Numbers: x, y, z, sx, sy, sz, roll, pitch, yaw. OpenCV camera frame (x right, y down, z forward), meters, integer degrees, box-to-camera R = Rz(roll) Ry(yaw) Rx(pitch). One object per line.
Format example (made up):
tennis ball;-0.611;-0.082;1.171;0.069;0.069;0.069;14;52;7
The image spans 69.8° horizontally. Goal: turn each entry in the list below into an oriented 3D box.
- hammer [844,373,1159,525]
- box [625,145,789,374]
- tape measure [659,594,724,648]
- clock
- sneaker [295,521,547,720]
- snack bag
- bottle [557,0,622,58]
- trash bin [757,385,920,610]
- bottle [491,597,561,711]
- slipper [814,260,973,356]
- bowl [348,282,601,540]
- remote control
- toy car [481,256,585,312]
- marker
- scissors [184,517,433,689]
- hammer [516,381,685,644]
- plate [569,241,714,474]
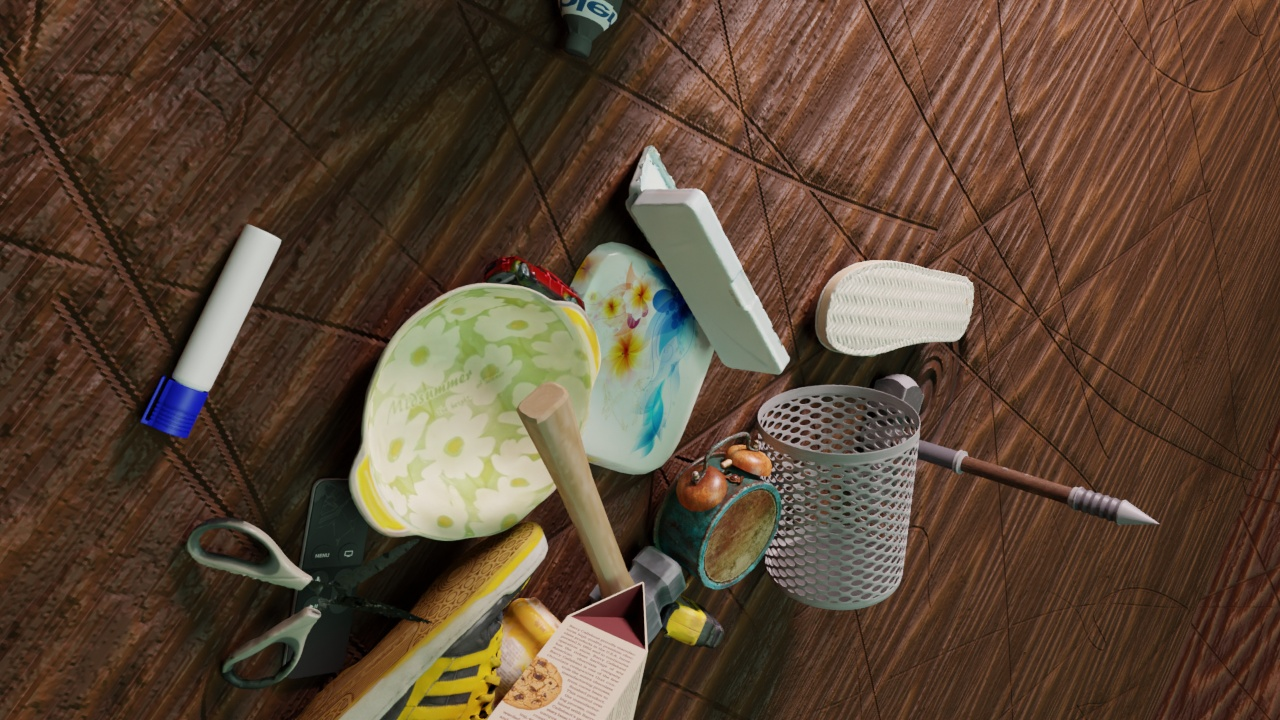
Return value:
hammer;0.375;0.119;0.974;0.043;0.323;0.156;17;90;-44
box;0.060;-0.081;0.780;0.197;0.078;0.122;56;23;-38
tape measure;0.039;0.250;0.883;0.064;0.066;0.037;27;87;-21
clock;0.072;0.135;0.872;0.121;0.073;0.158;-22;127;-36
sneaker;-0.134;0.237;0.674;0.238;0.086;0.122;-42;109;-11
snack bag;-0.046;0.263;0.698;0.205;0.070;0.094;-42;147;-57
bottle;-0.033;-0.279;0.675;0.047;0.047;0.112;15;92;-44
trash bin;0.200;0.140;0.940;0.156;0.157;0.183;-21;118;-37
bottle;-0.110;0.247;0.747;0.109;0.063;0.063;-45;128;-14
slipper;0.282;-0.057;1.027;0.262;0.052;0.115;-4;107;-38
bowl;-0.127;0.033;0.671;0.218;0.060;0.188;-40;126;-28
remote control;-0.222;0.155;0.654;0.045;0.008;0.147;6;98;-43
toy car;-0.081;-0.051;0.701;0.091;0.042;0.036;29;44;-48
marker;-0.260;-0.019;0.558;0.027;0.023;0.133;26;84;-22
scissors;-0.225;0.160;0.607;0.170;0.012;0.158;31;104;-16
hammer;-0.037;0.137;0.736;0.117;0.051;0.323;-43;142;-25
plate;-0.005;0.005;0.804;0.186;0.016;0.187;24;85;-44
